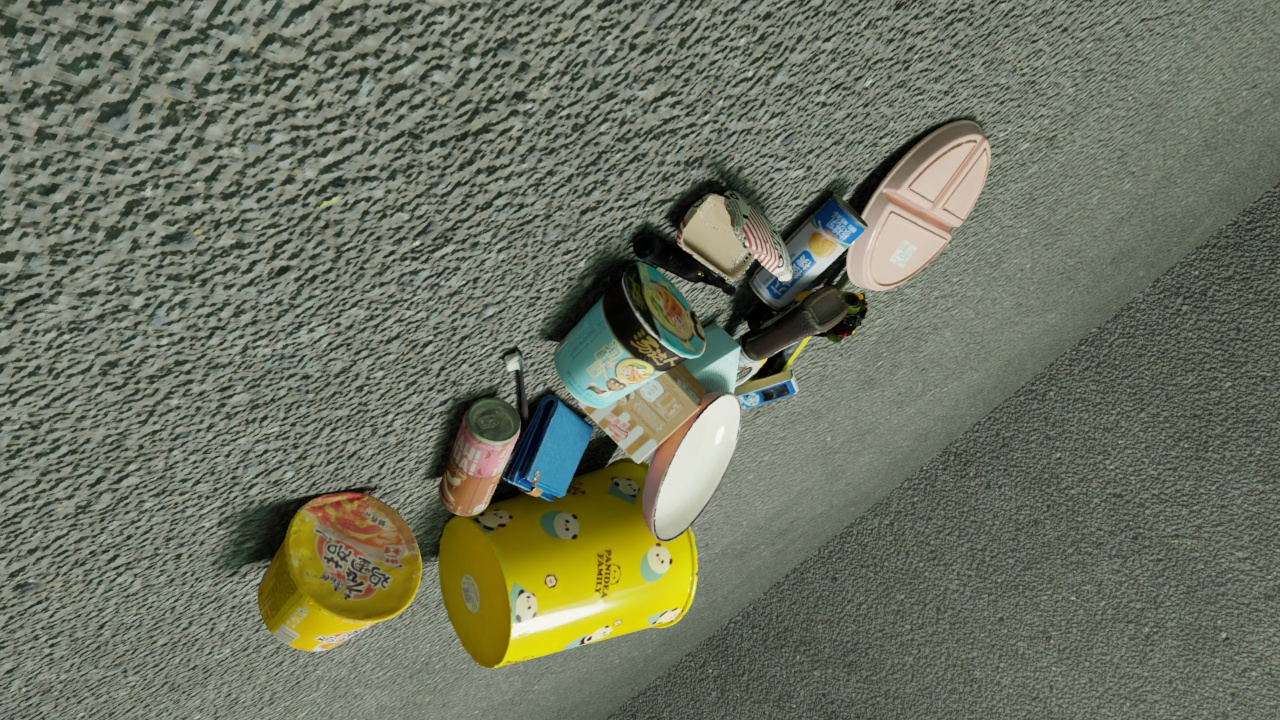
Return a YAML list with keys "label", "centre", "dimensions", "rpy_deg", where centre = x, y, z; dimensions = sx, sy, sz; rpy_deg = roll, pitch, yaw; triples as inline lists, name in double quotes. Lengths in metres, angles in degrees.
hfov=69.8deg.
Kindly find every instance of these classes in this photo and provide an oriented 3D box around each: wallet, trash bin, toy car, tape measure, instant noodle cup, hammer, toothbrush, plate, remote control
- label: "wallet"
  centre: [-0.101, 0.102, 1.030]
  dimensions: [0.106, 0.040, 0.133]
  rpy_deg: [-65, 159, -9]
- label: "trash bin"
  centre: [-0.097, 0.257, 1.151]
  dimensions: [0.254, 0.229, 0.230]
  rpy_deg: [-9, 145, -37]
- label: "toy car"
  centre: [0.206, -0.059, 1.131]
  dimensions: [0.155, 0.041, 0.071]
  rpy_deg: [0, 142, -11]
- label: "tape measure"
  centre: [0.124, 0.008, 1.195]
  dimensions: [0.065, 0.033, 0.066]
  rpy_deg: [-22, 156, -32]
- label: "instant noodle cup"
  centre: [-0.017, -0.015, 0.884]
  dimensions: [0.121, 0.111, 0.111]
  rpy_deg: [-39, 158, 27]
- label: "hammer"
  centre: [0.239, -0.064, 1.217]
  dimensions: [0.125, 0.032, 0.324]
  rpy_deg: [-14, 149, -38]
- label: "toothbrush"
  centre: [0.052, -0.091, 0.922]
  dimensions: [0.026, 0.027, 0.212]
  rpy_deg: [-56, 153, 10]
- label: "plate"
  centre: [0.055, 0.119, 1.079]
  dimensions: [0.191, 0.039, 0.193]
  rpy_deg: [-43, 147, -37]
- label: "instant noodle cup"
  centre: [-0.302, 0.215, 0.904]
  dimensions: [0.137, 0.138, 0.110]
  rpy_deg: [-5, 150, -50]
- label: "plate"
  centre: [0.334, -0.175, 1.087]
  dimensions: [0.229, 0.028, 0.230]
  rpy_deg: [-31, 148, -23]
- label: "toothbrush"
  centre: [-0.124, 0.040, 0.947]
  dimensions: [0.018, 0.015, 0.181]
  rpy_deg: [-22, 153, -14]
- label: "remote control"
  centre: [0.156, 0.046, 1.275]
  dimensions: [0.125, 0.024, 0.049]
  rpy_deg: [-18, 150, 11]

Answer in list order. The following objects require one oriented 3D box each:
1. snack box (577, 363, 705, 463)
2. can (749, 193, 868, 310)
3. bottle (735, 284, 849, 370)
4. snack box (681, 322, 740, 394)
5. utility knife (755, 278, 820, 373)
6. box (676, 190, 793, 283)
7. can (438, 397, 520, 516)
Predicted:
- label: "snack box"
  centre: [0.003, 0.038, 0.986]
  dimensions: [0.094, 0.093, 0.077]
  rpy_deg: [-43, -175, 17]
- label: "can"
  centre: [0.183, -0.118, 1.011]
  dimensions: [0.135, 0.053, 0.053]
  rpy_deg: [-46, 155, 22]
- label: "bottle"
  centre: [0.155, -0.028, 1.073]
  dimensions: [0.079, 0.044, 0.195]
  rpy_deg: [-32, 180, -35]
- label: "snack box"
  centre: [0.073, 0.037, 1.126]
  dimensions: [0.074, 0.051, 0.175]
  rpy_deg: [-32, 149, -22]
- label: "utility knife"
  centre: [0.178, -0.037, 1.203]
  dimensions: [0.033, 0.015, 0.210]
  rpy_deg: [-15, 150, -37]
- label: "box"
  centre: [0.088, -0.112, 0.889]
  dimensions: [0.088, 0.076, 0.162]
  rpy_deg: [-20, 164, 23]
- label: "can"
  centre: [-0.168, 0.102, 0.951]
  dimensions: [0.057, 0.058, 0.148]
  rpy_deg: [-18, 151, -36]
